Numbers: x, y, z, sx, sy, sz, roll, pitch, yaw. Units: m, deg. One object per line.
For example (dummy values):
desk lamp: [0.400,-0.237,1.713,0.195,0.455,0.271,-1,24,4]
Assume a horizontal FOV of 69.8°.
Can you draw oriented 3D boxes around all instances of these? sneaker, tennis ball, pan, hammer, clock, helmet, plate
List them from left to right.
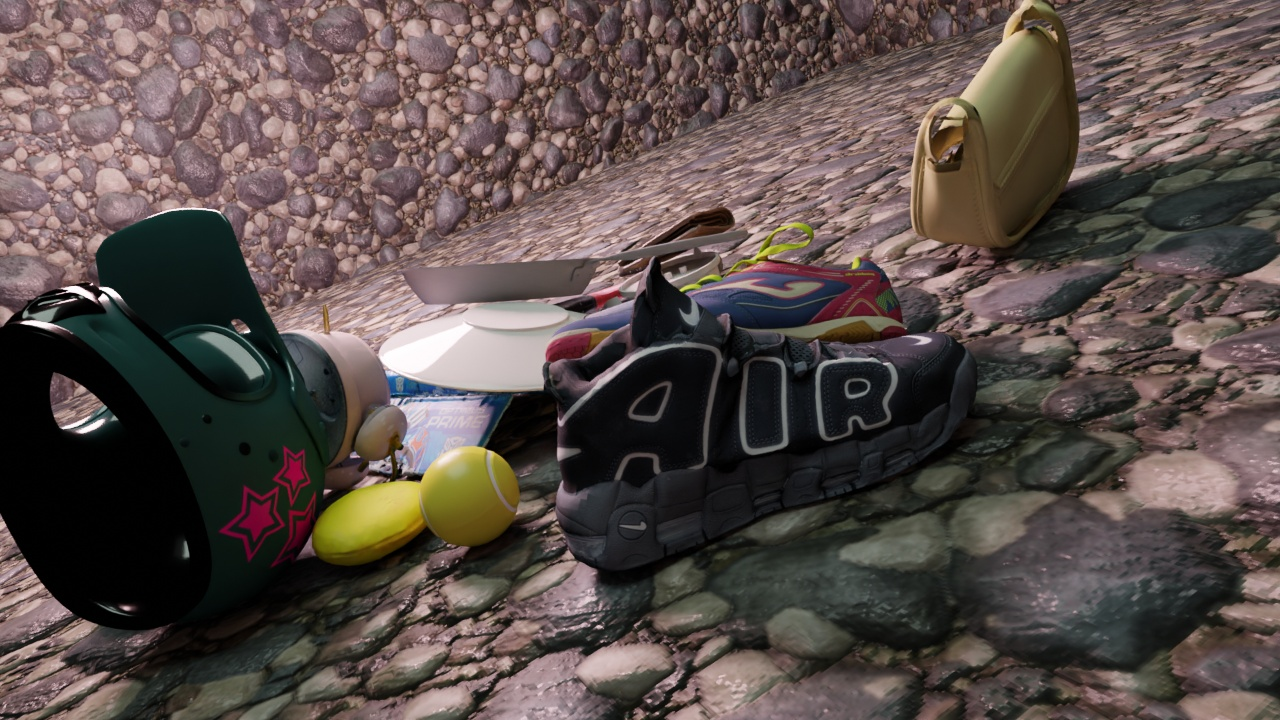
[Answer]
helmet: [-0.329,0.041,0.655,0.176,0.275,0.199,-9,18,12]
clock: [-0.255,0.045,0.765,0.117,0.158,0.058,-39,-11,32]
tennis ball: [-0.112,0.089,0.602,0.065,0.065,0.065,-20,17,6]
plate: [-0.107,-0.026,0.789,0.229,0.030,0.229,1,18,0]
pan: [-0.067,-0.087,0.876,0.357,0.051,0.200,0,7,26]
hammer: [-0.062,-0.061,0.989,0.141,0.036,0.325,-4,16,47]
clock: [0.022,-0.060,0.913,0.120,0.061,0.158,-3,24,47]
sneaker: [0.054,-0.029,0.619,0.241,0.091,0.116,-4,-27,-11]
sneaker: [0.055,0.004,0.514,0.252,0.151,0.097,-21,16,-2]

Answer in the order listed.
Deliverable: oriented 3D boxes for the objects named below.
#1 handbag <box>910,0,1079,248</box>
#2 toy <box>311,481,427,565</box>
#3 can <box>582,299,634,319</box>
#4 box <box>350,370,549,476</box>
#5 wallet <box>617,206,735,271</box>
handbag: [0.300,-0.187,0.789,0.089,0.191,0.232,14,49,36]
toy: [-0.191,0.115,0.664,0.094,0.041,0.095,-14,17,7]
can: [-0.004,0.004,0.684,0.059,0.099,0.054,-17,-22,21]
box: [-0.179,0.036,0.850,0.244,0.070,0.170,-4,24,46]
wallet: [0.040,-0.125,0.959,0.099,0.027,0.120,-27,1,26]
